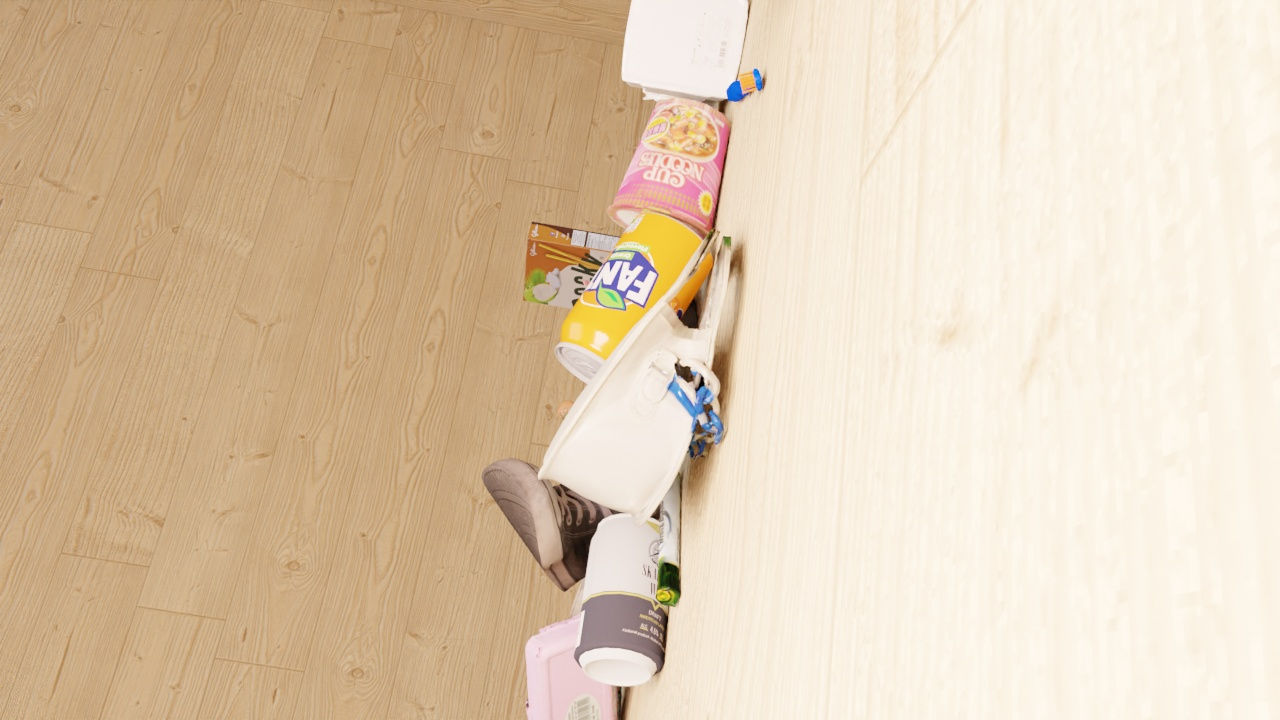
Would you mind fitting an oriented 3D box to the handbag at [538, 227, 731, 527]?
[{"bbox_3d":[0.019,0.010,0.618,0.199,0.093,0.200,-60,2,0],"label":"handbag"}]

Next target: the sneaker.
[{"bbox_3d":[-0.051,0.117,0.772,0.095,0.119,0.235,49,169,27],"label":"sneaker"}]

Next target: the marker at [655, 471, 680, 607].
[{"bbox_3d":[0.022,0.127,0.688,0.146,0.017,0.017,-85,5,-61],"label":"marker"}]

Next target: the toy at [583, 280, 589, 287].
[{"bbox_3d":[-0.005,0.005,0.895,0.237,0.088,0.190,-60,-52,-71],"label":"toy"}]

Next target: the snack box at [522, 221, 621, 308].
[{"bbox_3d":[-0.044,-0.103,1.103,0.101,0.186,0.031,102,177,-48],"label":"snack box"}]

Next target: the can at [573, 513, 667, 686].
[{"bbox_3d":[-0.010,0.173,0.690,0.064,0.064,0.127,102,176,-50],"label":"can"}]

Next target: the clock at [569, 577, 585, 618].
[{"bbox_3d":[-0.031,0.231,0.965,0.157,0.061,0.103,97,-166,-75],"label":"clock"}]

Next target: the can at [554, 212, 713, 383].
[{"bbox_3d":[-0.005,-0.048,0.757,0.142,0.079,0.079,-58,-6,-19],"label":"can"}]

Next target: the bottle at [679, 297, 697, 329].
[{"bbox_3d":[0.029,-0.050,0.861,0.112,0.047,0.047,-88,8,-72],"label":"bottle"}]

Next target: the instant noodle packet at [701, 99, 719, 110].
[{"bbox_3d":[0.041,-0.207,0.965,0.163,0.084,0.221,155,131,-85],"label":"instant noodle packet"}]

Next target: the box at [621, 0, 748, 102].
[{"bbox_3d":[0.040,-0.293,0.859,0.076,0.107,0.102,-75,-6,-78],"label":"box"}]

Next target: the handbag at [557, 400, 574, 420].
[{"bbox_3d":[-0.046,0.086,1.152,0.113,0.123,0.171,92,180,-59],"label":"handbag"}]

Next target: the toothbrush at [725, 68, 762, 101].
[{"bbox_3d":[0.077,-0.211,0.713,0.182,0.018,0.016,-93,-12,-77],"label":"toothbrush"}]

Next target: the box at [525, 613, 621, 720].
[{"bbox_3d":[-0.043,0.303,0.844,0.149,0.073,0.202,-34,-49,-48],"label":"box"}]

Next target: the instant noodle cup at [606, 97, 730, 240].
[{"bbox_3d":[0.032,-0.168,0.813,0.098,0.097,0.108,120,167,-83],"label":"instant noodle cup"}]
